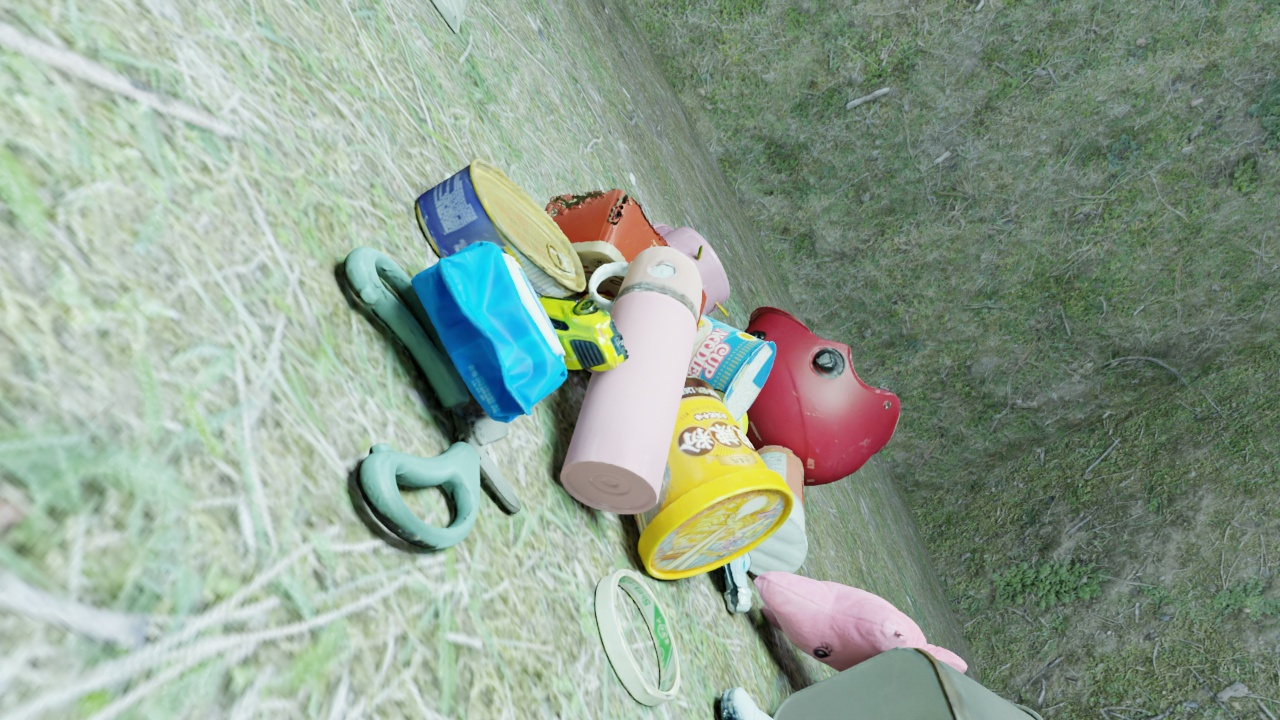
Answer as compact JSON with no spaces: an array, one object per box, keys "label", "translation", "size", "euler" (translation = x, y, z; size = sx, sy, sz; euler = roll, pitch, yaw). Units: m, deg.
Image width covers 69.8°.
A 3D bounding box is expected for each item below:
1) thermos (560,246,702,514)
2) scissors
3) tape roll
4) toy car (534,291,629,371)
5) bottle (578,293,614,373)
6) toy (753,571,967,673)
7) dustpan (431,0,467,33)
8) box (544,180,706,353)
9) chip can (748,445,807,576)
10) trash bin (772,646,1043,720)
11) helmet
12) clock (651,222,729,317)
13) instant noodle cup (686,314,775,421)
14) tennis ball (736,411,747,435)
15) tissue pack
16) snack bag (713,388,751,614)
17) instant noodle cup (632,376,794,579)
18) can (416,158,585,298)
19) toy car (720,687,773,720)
[{"label":"thermos","translation":[-0.010,0.005,0.647],"size":[0.067,0.087,0.198],"euler":[92,9,-54]},{"label":"scissors","translation":[-0.109,0.029,0.461],"size":[0.170,0.019,0.179],"euler":[62,12,-20]},{"label":"tape roll","translation":[-0.001,0.175,0.584],"size":[0.086,0.014,0.085],"euler":[55,17,-26]},{"label":"toy car","translation":[-0.054,-0.016,0.614],"size":[0.032,0.105,0.048],"euler":[-44,127,-30]},{"label":"bottle","translation":[-0.005,0.005,0.783],"size":[0.175,0.057,0.057],"euler":[41,26,-55]},{"label":"toy","translation":[0.188,0.240,0.823],"size":[0.194,0.074,0.179],"euler":[26,-22,0]},{"label":"dustpan","translation":[-0.251,-0.469,0.868],"size":[0.222,0.142,0.258],"euler":[-96,-176,-54]},{"label":"box","translation":[-0.015,-0.077,0.792],"size":[0.168,0.091,0.077],"euler":[47,52,-47]},{"label":"chip can","translation":[0.144,0.157,1.001],"size":[0.071,0.071,0.214],"euler":[61,14,-8]},{"label":"trash bin","translation":[0.235,0.361,0.745],"size":[0.219,0.199,0.198],"euler":[43,24,-36]},{"label":"helmet","translation":[0.191,0.061,1.159],"size":[0.240,0.143,0.207],"euler":[45,-23,0]},{"label":"clock","translation":[0.042,-0.102,1.068],"size":[0.158,0.059,0.117],"euler":[31,-29,58]},{"label":"instant noodle cup","translation":[0.060,-0.001,0.900],"size":[0.110,0.099,0.099],"euler":[31,3,22]},{"label":"tennis ball","translation":[0.079,0.064,0.951],"size":[0.065,0.065,0.065],"euler":[56,16,-26]},{"label":"tissue pack","translation":[-0.080,-0.020,0.522],"size":[0.095,0.052,0.157],"euler":[60,-2,-6]},{"label":"snack bag","translation":[0.075,0.127,0.821],"size":[0.110,0.039,0.191],"euler":[-89,168,-75]},{"label":"instant noodle cup","translation":[0.037,0.084,0.688],"size":[0.118,0.118,0.114],"euler":[41,19,-55]},{"label":"can","translation":[-0.094,-0.082,0.646],"size":[0.148,0.049,0.074],"euler":[35,31,-61]},{"label":"toy car","translation":[0.086,0.279,0.667],"size":[0.090,0.034,0.042],"euler":[59,19,-10]}]
